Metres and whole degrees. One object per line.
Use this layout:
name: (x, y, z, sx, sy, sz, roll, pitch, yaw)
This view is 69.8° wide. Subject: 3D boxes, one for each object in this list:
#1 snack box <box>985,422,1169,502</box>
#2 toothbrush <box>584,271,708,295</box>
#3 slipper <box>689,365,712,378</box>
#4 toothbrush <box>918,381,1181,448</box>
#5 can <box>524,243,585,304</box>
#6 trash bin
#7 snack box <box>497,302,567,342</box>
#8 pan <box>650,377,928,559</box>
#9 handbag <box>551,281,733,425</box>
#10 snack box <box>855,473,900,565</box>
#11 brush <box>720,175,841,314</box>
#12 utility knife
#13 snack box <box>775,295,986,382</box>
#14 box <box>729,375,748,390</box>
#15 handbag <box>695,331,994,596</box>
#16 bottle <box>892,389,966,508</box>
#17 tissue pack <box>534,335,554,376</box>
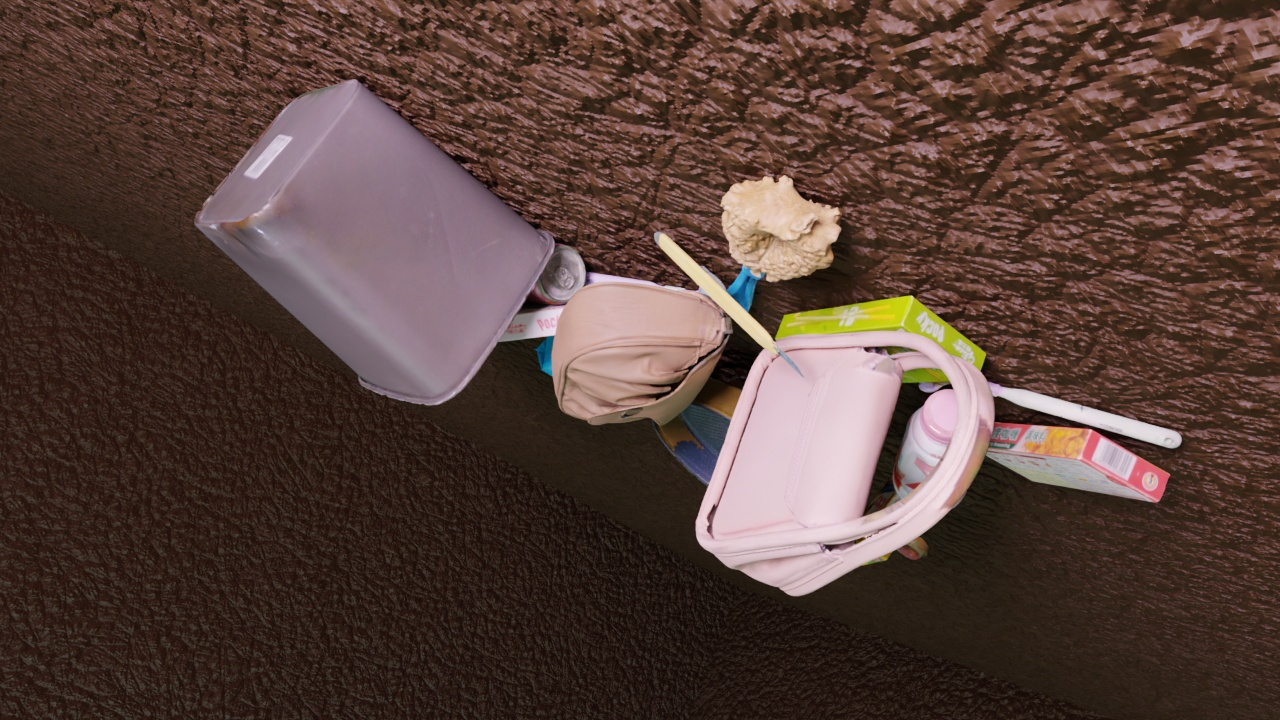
snack box: (0.344, 0.081, 0.754, 0.077, 0.027, 0.156, 28, 174, -10)
toothbrush: (-0.007, -0.069, 0.863, 0.189, 0.029, 0.021, 13, -154, 39)
slipper: (0.060, 0.059, 1.093, 0.245, 0.074, 0.104, 36, 161, -33)
toothbrush: (0.311, 0.035, 0.708, 0.190, 0.029, 0.020, 17, -153, 25)
can: (-0.119, -0.086, 0.908, 0.147, 0.057, 0.058, 8, 157, 49)
trash bin: (-0.235, -0.104, 0.801, 0.199, 0.198, 0.220, 8, 152, 48)
snack box: (-0.111, -0.046, 0.924, 0.084, 0.027, 0.157, -7, -168, -8)
pan: (0.141, 0.115, 0.902, 0.358, 0.078, 0.198, 9, 144, 50)
handbag: (-0.005, 0.005, 0.821, 0.147, 0.099, 0.205, -1, 162, -7)
snack box: (0.258, 0.138, 0.911, 0.034, 0.140, 0.087, 36, 167, 7)
brush: (0.087, -0.070, 0.683, 0.083, 0.045, 0.255, 21, 169, 2)
utility knife: (0.063, -0.046, 0.705, 0.176, 0.019, 0.031, 52, -179, 27)
snack box: (0.186, -0.012, 0.732, 0.085, 0.026, 0.157, 31, 165, -22)
box: (0.161, 0.075, 0.976, 0.164, 0.076, 0.075, 21, 163, 13)
handbag: (0.153, 0.065, 0.664, 0.093, 0.193, 0.235, 29, 155, -19)
bottle: (0.253, 0.076, 0.778, 0.068, 0.068, 0.197, 20, 162, 19)
tissue pack: (-0.036, -0.011, 0.968, 0.090, 0.063, 0.140, 34, 139, -31)
